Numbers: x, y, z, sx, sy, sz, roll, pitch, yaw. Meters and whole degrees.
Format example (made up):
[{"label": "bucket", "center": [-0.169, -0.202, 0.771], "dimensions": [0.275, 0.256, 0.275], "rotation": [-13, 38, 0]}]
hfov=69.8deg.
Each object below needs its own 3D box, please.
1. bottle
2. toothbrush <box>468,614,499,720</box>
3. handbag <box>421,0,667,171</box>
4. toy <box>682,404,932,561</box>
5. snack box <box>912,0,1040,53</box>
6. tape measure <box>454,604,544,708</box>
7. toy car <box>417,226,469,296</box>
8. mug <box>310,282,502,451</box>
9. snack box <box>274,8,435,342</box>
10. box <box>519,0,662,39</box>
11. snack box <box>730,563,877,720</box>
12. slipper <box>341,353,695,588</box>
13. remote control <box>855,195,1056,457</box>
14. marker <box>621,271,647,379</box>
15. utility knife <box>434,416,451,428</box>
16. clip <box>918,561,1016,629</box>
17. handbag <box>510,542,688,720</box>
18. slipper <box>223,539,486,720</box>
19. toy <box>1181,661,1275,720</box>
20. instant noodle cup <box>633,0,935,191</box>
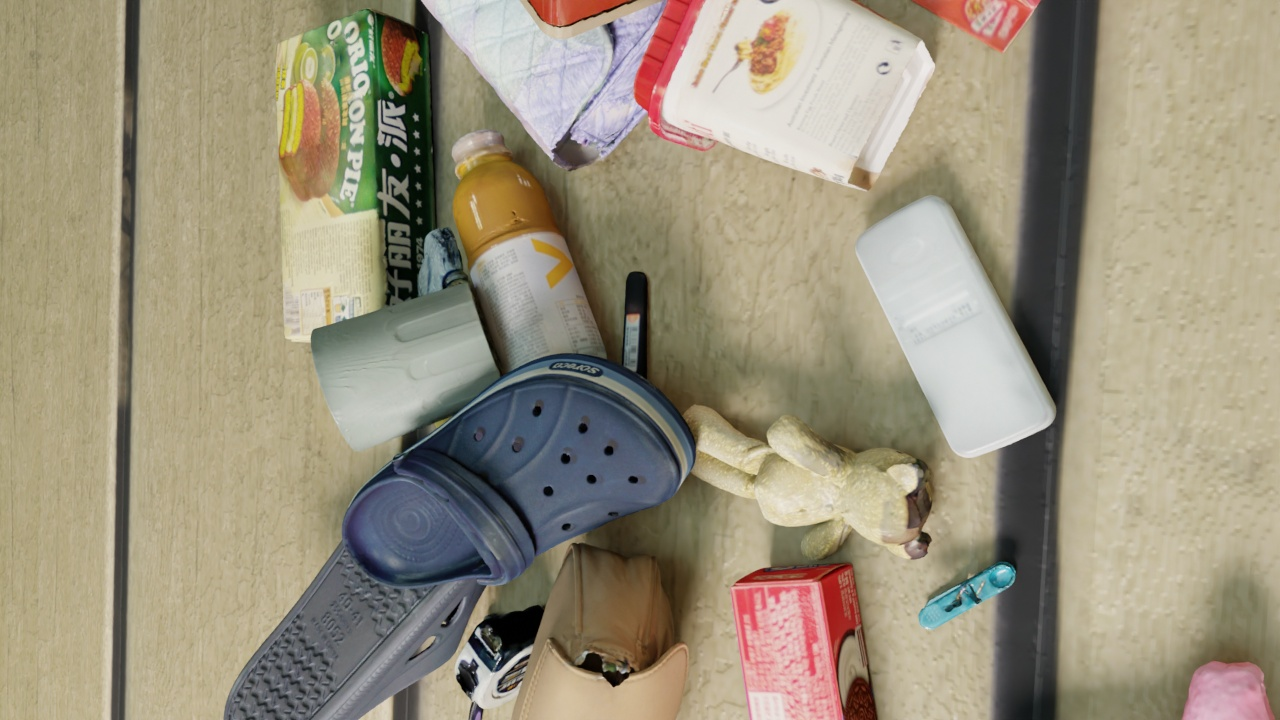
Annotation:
[{"label": "bottle", "center": [-0.081, -0.065, 0.616], "dimensions": [0.068, 0.067, 0.189], "rotation": [-28, 75, 30]}, {"label": "toothbrush", "center": [-0.126, 0.275, 0.682], "dimensions": [0.017, 0.014, 0.189], "rotation": [19, 101, 39]}, {"label": "handbag", "center": [-0.060, -0.235, 0.596], "dimensions": [0.134, 0.075, 0.194], "rotation": [-47, 66, 22]}, {"label": "toy", "center": [0.088, 0.063, 0.516], "dimensions": [0.157, 0.066, 0.105], "rotation": [15, 131, 36]}, {"label": "snack box", "center": [0.173, -0.243, 0.461], "dimensions": [0.113, 0.044, 0.127], "rotation": [43, 113, 25]}, {"label": "tape measure", "center": [-0.093, 0.204, 0.628], "dimensions": [0.033, 0.065, 0.066], "rotation": [42, 110, 30]}, {"label": "toy car", "center": [-0.140, -0.047, 0.649], "dimensions": [0.106, 0.031, 0.049], "rotation": [103, 149, -48]}, {"label": "mug", "center": [-0.148, 0.005, 0.611], "dimensions": [0.103, 0.124, 0.083], "rotation": [-20, 83, -6]}, {"label": "snack box", "center": [-0.221, -0.135, 0.711], "dimensions": [0.115, 0.063, 0.240], "rotation": [-4, 88, 33]}, {"label": "box", "center": [0.003, -0.257, 0.498], "dimensions": [0.168, 0.079, 0.091], "rotation": [-27, 70, -16]}, {"label": "snack box", "center": [0.099, 0.220, 0.508], "dimensions": [0.058, 0.057, 0.207], "rotation": [-11, 84, 30]}, {"label": "slipper", "center": [-0.091, 0.079, 0.548], "dimensions": [0.253, 0.095, 0.105], "rotation": [-24, 108, 26]}, {"label": "remote control", "center": [0.164, -0.018, 0.484], "dimensions": [0.056, 0.020, 0.136], "rotation": [-31, 74, 31]}, {"label": "marker", "center": [-0.004, 0.004, 0.599], "dimensions": [0.018, 0.015, 0.124], "rotation": [0, 88, 32]}, {"label": "utility knife", "center": [-0.134, 0.046, 0.672], "dimensions": [0.031, 0.018, 0.151], "rotation": [-40, 64, 9]}, {"label": "clip", "center": [0.171, 0.123, 0.480], "dimensions": [0.056, 0.038, 0.013], "rotation": [-39, 73, 20]}, {"label": "handbag", "center": [-0.027, 0.219, 0.546], "dimensions": [0.100, 0.147, 0.204], "rotation": [12, 101, -5]}, {"label": "slipper", "center": [-0.188, 0.189, 0.677], "dimensions": [0.268, 0.083, 0.111], "rotation": [-48, 54, -3]}, {"label": "toy", "center": [0.242, 0.225, 0.404], "dimensions": [0.179, 0.074, 0.195], "rotation": [21, 98, 34]}, {"label": "instant noodle cup", "center": [0.081, -0.153, 0.491], "dimensions": [0.124, 0.116, 0.117], "rotation": [30, 107, 17]}]
